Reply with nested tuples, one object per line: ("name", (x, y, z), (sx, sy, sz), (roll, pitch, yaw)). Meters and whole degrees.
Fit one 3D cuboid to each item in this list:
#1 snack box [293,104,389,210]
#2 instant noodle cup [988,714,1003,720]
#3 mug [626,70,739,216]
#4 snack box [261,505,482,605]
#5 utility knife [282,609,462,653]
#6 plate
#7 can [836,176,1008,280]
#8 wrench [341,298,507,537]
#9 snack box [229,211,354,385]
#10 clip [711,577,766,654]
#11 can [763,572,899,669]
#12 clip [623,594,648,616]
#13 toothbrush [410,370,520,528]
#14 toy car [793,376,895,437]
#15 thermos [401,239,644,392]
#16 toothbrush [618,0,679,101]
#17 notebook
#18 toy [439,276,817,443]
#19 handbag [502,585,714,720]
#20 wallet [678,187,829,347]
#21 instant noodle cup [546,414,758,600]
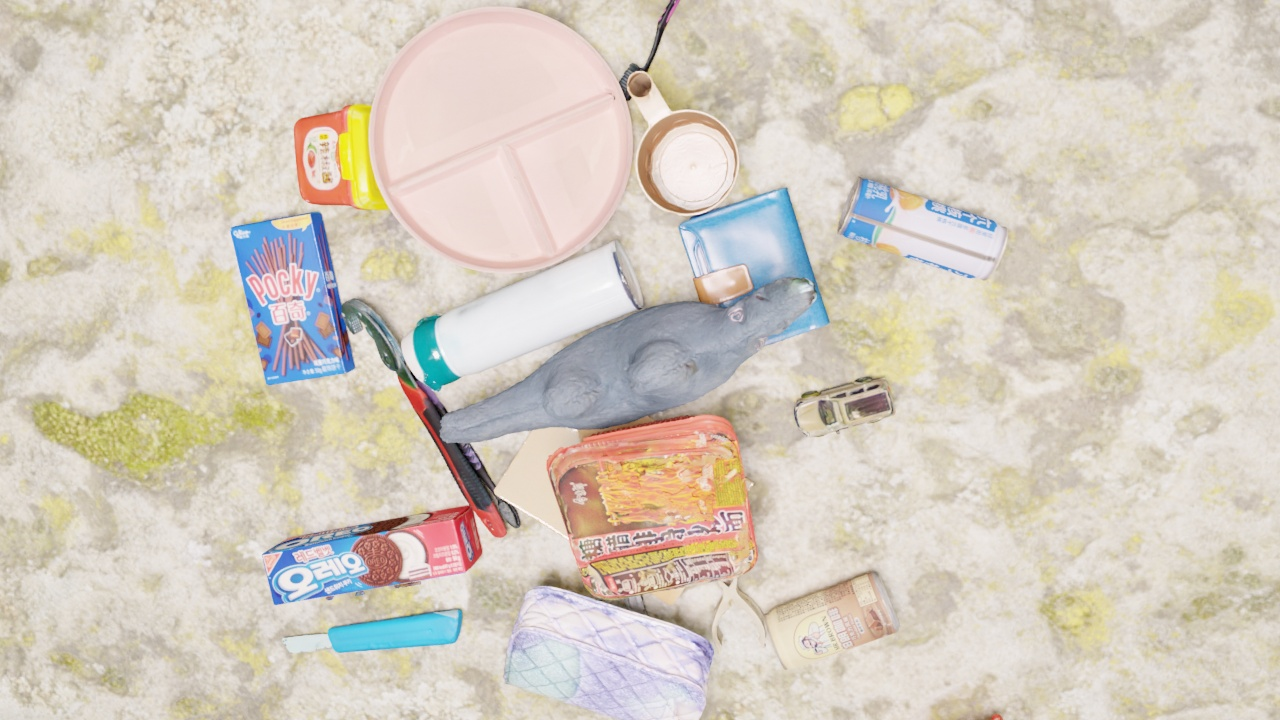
("snack box", (-0.264, -0.182, 0.833), (0.080, 0.081, 0.091), (1, 100, 20))
("instant noodle cup", (0.298, 0.409, 0.848), (0.109, 0.137, 0.138), (-16, 98, 18))
("mug", (0.032, -0.183, 0.781), (0.084, 0.103, 0.124), (-32, 95, 11))
("snack box", (-0.266, 0.194, 0.909), (0.208, 0.057, 0.058), (-12, 96, 9))
("utility knife", (-0.278, 0.283, 0.946), (0.199, 0.018, 0.034), (-8, 87, 9))
("plate", (-0.122, -0.192, 0.814), (0.229, 0.028, 0.229), (-1, 98, -7))
("can", (0.243, -0.113, 0.794), (0.134, 0.053, 0.053), (19, 102, 3))
("wrench", (-0.205, 0.058, 0.885), (0.056, 0.016, 0.273), (-23, 101, 53))
("snack box", (-0.335, -0.059, 0.886), (0.084, 0.026, 0.157), (-8, 99, 9))
("clip", (0.079, 0.239, 0.888), (0.093, 0.035, 0.103), (-36, 90, 10))
("can", (0.179, 0.246, 0.864), (0.116, 0.058, 0.058), (-23, 97, 10))
("clip", (-0.007, 0.238, 0.905), (0.025, 0.031, 0.057), (-15, 94, 5))
("toothbrush", (-0.172, 0.087, 0.899), (0.014, 0.016, 0.189), (-33, 93, 1))
("toy car", (0.185, 0.044, 0.840), (0.090, 0.035, 0.042), (-16, 97, 11))
("thermos", (-0.112, -0.040, 0.845), (0.224, 0.073, 0.073), (-21, 97, 10))
("toothbrush", (0.028, -0.316, 0.804), (0.018, 0.014, 0.189), (31, 102, 13))
("notebook", (-0.017, 0.123, 0.884), (0.207, 0.008, 0.148), (32, 97, 0))
("toy", (-0.005, 0.005, 0.797), (0.357, 0.137, 0.091), (-21, 85, 24))
("handbag", (-0.029, 0.288, 0.875), (0.194, 0.075, 0.134), (18, 134, 4))
("wallet", (0.101, -0.078, 0.827), (0.106, 0.040, 0.133), (-18, 97, 5))
("instant noodle cup", (0.012, 0.120, 0.817), (0.164, 0.079, 0.189), (-10, 124, 3))
